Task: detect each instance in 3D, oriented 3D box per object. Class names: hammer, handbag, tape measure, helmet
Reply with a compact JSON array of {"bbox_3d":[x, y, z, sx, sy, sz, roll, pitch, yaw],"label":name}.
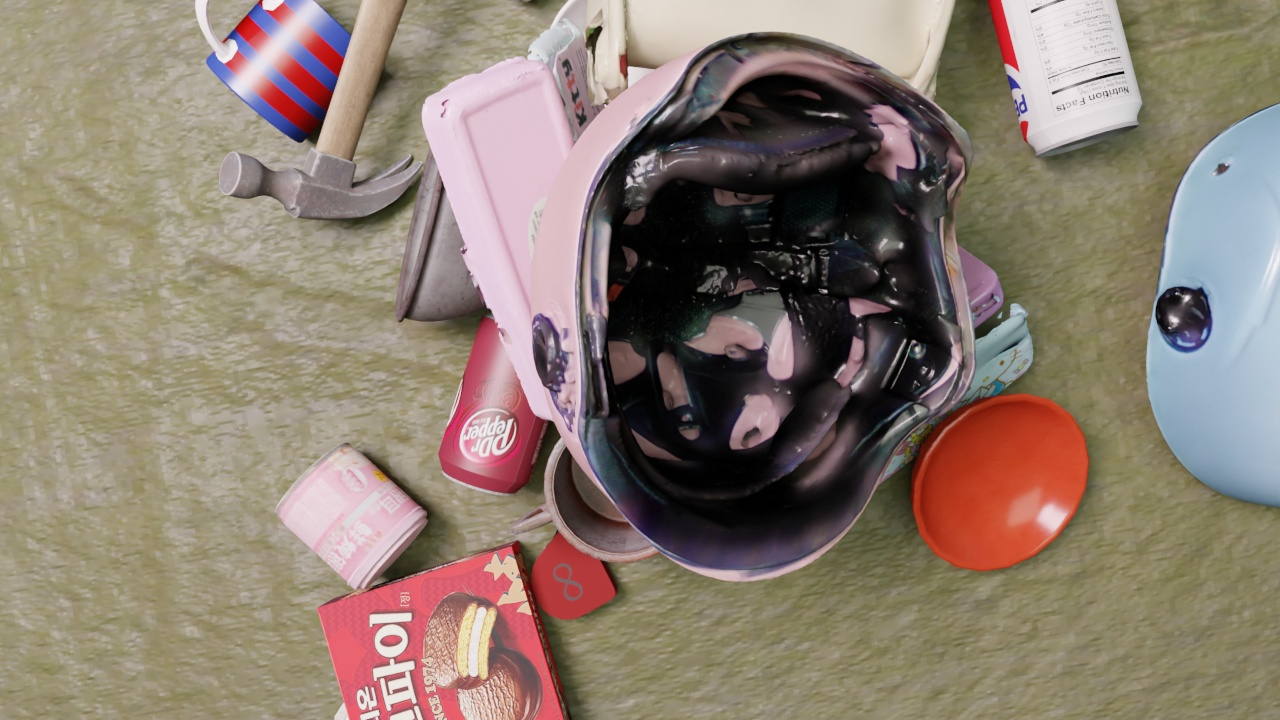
[{"bbox_3d":[-0.153,-0.241,0.563,0.031,0.119,0.331,32,106,38],"label":"hammer"},{"bbox_3d":[0.084,-0.232,0.525,0.229,0.132,0.183,1,71,-9],"label":"handbag"},{"bbox_3d":[-0.050,0.145,0.629,0.051,0.019,0.059,-29,83,4],"label":"tape measure"},{"bbox_3d":[0.041,-0.026,0.468,0.229,0.153,0.255,-10,104,-30],"label":"helmet"},{"bbox_3d":[0.430,-0.027,0.541,0.225,0.166,0.266,8,100,-8],"label":"helmet"}]

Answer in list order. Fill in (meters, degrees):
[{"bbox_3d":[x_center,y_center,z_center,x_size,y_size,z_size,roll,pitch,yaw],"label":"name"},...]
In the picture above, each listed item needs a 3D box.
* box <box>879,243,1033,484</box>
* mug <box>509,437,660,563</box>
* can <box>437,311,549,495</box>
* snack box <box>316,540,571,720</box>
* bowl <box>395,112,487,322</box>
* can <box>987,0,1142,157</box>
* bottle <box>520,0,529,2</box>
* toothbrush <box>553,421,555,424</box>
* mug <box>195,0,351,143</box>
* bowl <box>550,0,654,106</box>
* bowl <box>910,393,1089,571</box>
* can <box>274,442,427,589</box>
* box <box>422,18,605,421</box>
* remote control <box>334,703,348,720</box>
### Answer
[{"bbox_3d":[0.152,0.024,0.614,0.214,0.089,0.092,-38,133,2],"label":"box"},{"bbox_3d":[-0.024,0.079,0.584,0.123,0.110,0.096,-22,85,2],"label":"mug"},{"bbox_3d":[-0.089,0.027,0.606,0.063,0.063,0.114,18,91,1],"label":"can"},{"bbox_3d":[-0.126,0.215,0.614,0.132,0.036,0.152,-17,86,-2],"label":"snack box"},{"bbox_3d":[-0.104,-0.087,0.576,0.067,0.145,0.145,13,91,-19],"label":"bowl"},{"bbox_3d":[0.269,-0.204,0.587,0.070,0.070,0.132,-15,90,2],"label":"can"},{"bbox_3d":[-0.144,-0.305,0.608,0.186,0.053,0.053,34,92,1],"label":"bottle"},{"bbox_3d":[-0.004,0.004,0.628,0.135,0.016,0.021,-35,90,0],"label":"toothbrush"},{"bbox_3d":[-0.235,-0.202,0.585,0.076,0.112,0.075,-47,60,2],"label":"mug"},{"bbox_3d":[-0.009,-0.191,0.605,0.105,0.054,0.105,0,93,1],"label":"bowl"},{"bbox_3d":[0.226,0.074,0.598,0.122,0.035,0.122,-3,107,-11],"label":"bowl"},{"bbox_3d":[-0.190,0.103,0.609,0.076,0.067,0.067,42,92,1],"label":"can"},{"bbox_3d":[-0.037,-0.079,0.530,0.059,0.155,0.201,7,128,36],"label":"box"},{"bbox_3d":[-0.143,0.265,0.637,0.136,0.011,0.050,34,92,1],"label":"remote control"}]
